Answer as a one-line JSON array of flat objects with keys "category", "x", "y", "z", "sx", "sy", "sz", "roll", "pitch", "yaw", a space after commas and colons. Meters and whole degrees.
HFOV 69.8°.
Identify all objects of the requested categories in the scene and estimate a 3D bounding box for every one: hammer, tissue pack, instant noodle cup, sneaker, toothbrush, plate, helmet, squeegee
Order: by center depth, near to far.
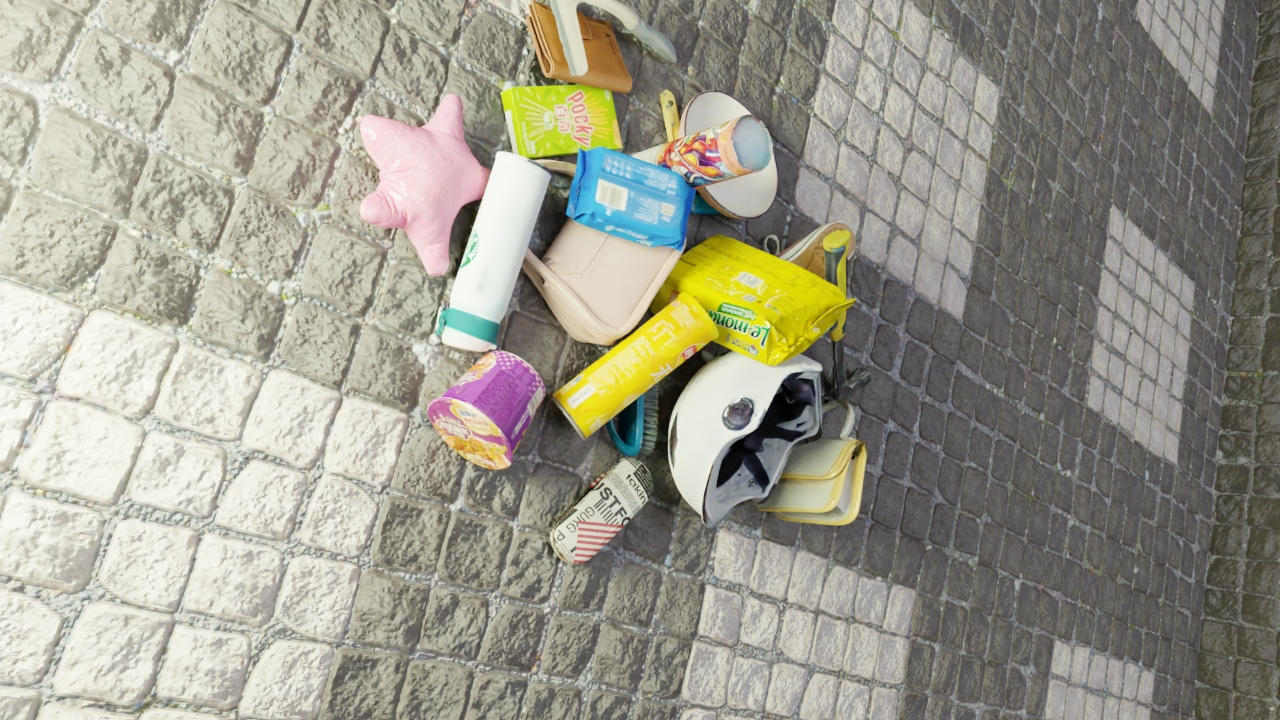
[{"category": "instant noodle cup", "x": -0.167, "y": 0.050, "z": 1.033, "sx": 0.111, "sy": 0.112, "sz": 0.099, "roll": 52, "pitch": 50, "yaw": -25}, {"category": "tissue pack", "x": -0.010, "y": -0.193, "z": 1.110, "sx": 0.157, "sy": 0.052, "sz": 0.094, "roll": 15, "pitch": 73, "yaw": -18}, {"category": "squeegee", "x": -0.020, "y": -0.436, "z": 1.184, "sx": 0.246, "sy": 0.039, "sz": 0.246, "roll": 9, "pitch": 59, "yaw": -49}, {"category": "helmet", "x": 0.123, "y": 0.082, "z": 1.218, "sx": 0.258, "sy": 0.146, "sz": 0.229, "roll": -46, "pitch": 150, "yaw": -12}, {"category": "plate", "x": 0.119, "y": -0.286, "z": 1.301, "sx": 0.192, "sy": 0.039, "sz": 0.192, "roll": 15, "pitch": 67, "yaw": -39}, {"category": "toothbrush", "x": 0.152, "y": 0.041, "z": 1.340, "sx": 0.191, "sy": 0.018, "sz": 0.016, "roll": 41, "pitch": 64, "yaw": -30}, {"category": "sneaker", "x": 0.208, "y": -0.119, "z": 1.352, "sx": 0.240, "sy": 0.088, "sz": 0.118, "roll": -39, "pitch": 100, "yaw": -10}, {"category": "hammer", "x": 0.293, "y": -0.050, "z": 1.365, "sx": 0.126, "sy": 0.032, "sz": 0.324, "roll": -37, "pitch": 137, "yaw": -24}]

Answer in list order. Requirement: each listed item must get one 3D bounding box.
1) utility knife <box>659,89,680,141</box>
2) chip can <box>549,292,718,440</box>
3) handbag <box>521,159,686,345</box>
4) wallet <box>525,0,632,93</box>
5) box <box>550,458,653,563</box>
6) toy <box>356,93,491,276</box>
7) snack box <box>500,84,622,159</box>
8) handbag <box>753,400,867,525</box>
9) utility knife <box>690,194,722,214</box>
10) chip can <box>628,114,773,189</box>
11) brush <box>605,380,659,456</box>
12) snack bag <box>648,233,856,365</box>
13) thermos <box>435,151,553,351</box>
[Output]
[{"category": "utility knife", "x": 0.049, "y": -0.301, "z": 1.278, "sx": 0.030, "sy": 0.018, "sz": 0.151, "roll": -18, "pitch": 95, "yaw": -44}, {"category": "chip can", "x": -0.007, "y": 0.007, "z": 1.126, "sx": 0.213, "sy": 0.072, "sz": 0.072, "roll": -38, "pitch": 113, "yaw": -7}, {"category": "handbag", "x": -0.075, "y": -0.151, "z": 1.137, "sx": 0.234, "sy": 0.094, "sz": 0.193, "roll": 39, "pitch": 65, "yaw": -22}, {"category": "wallet", "x": -0.079, "y": -0.397, "z": 1.154, "sx": 0.130, "sy": 0.035, "sz": 0.119, "roll": -5, "pitch": 74, "yaw": -43}, {"category": "box", "x": -0.044, "y": 0.188, "z": 1.148, "sx": 0.163, "sy": 0.064, "sz": 0.074, "roll": -46, "pitch": 130, "yaw": -31}, {"category": "toy", "x": -0.236, "y": -0.210, "z": 1.001, "sx": 0.178, "sy": 0.075, "sz": 0.194, "roll": 47, "pitch": 57, "yaw": -42}, {"category": "snack box", "x": -0.096, "y": -0.301, "z": 1.152, "sx": 0.156, "sy": 0.026, "sz": 0.086, "roll": -16, "pitch": 98, "yaw": -39}, {"category": "handbag", "x": 0.245, "y": 0.140, "z": 1.318, "sx": 0.063, "sy": 0.164, "sz": 0.178, "roll": 26, "pitch": 70, "yaw": -34}, {"category": "utility knife", "x": 0.121, "y": -0.226, "z": 1.328, "sx": 0.165, "sy": 0.018, "sz": 0.034, "roll": -8, "pitch": 93, "yaw": -38}, {"category": "chip can", "x": 0.066, "y": -0.250, "z": 1.158, "sx": 0.071, "sy": 0.215, "sz": 0.071, "roll": 2, "pitch": 86, "yaw": -39}, {"category": "brush", "x": -0.014, "y": 0.052, "z": 1.183, "sx": 0.073, "sy": 0.055, "sz": 0.143, "roll": 5, "pitch": 85, "yaw": -28}, {"category": "snack bag", "x": 0.137, "y": -0.087, "z": 1.206, "sx": 0.157, "sy": 0.247, "sz": 0.068, "roll": -36, "pitch": 139, "yaw": -34}, {"category": "thermos", "x": -0.168, "y": -0.119, "z": 1.037, "sx": 0.073, "sy": 0.073, "sz": 0.224, "roll": 19, "pitch": 90, "yaw": -37}]
